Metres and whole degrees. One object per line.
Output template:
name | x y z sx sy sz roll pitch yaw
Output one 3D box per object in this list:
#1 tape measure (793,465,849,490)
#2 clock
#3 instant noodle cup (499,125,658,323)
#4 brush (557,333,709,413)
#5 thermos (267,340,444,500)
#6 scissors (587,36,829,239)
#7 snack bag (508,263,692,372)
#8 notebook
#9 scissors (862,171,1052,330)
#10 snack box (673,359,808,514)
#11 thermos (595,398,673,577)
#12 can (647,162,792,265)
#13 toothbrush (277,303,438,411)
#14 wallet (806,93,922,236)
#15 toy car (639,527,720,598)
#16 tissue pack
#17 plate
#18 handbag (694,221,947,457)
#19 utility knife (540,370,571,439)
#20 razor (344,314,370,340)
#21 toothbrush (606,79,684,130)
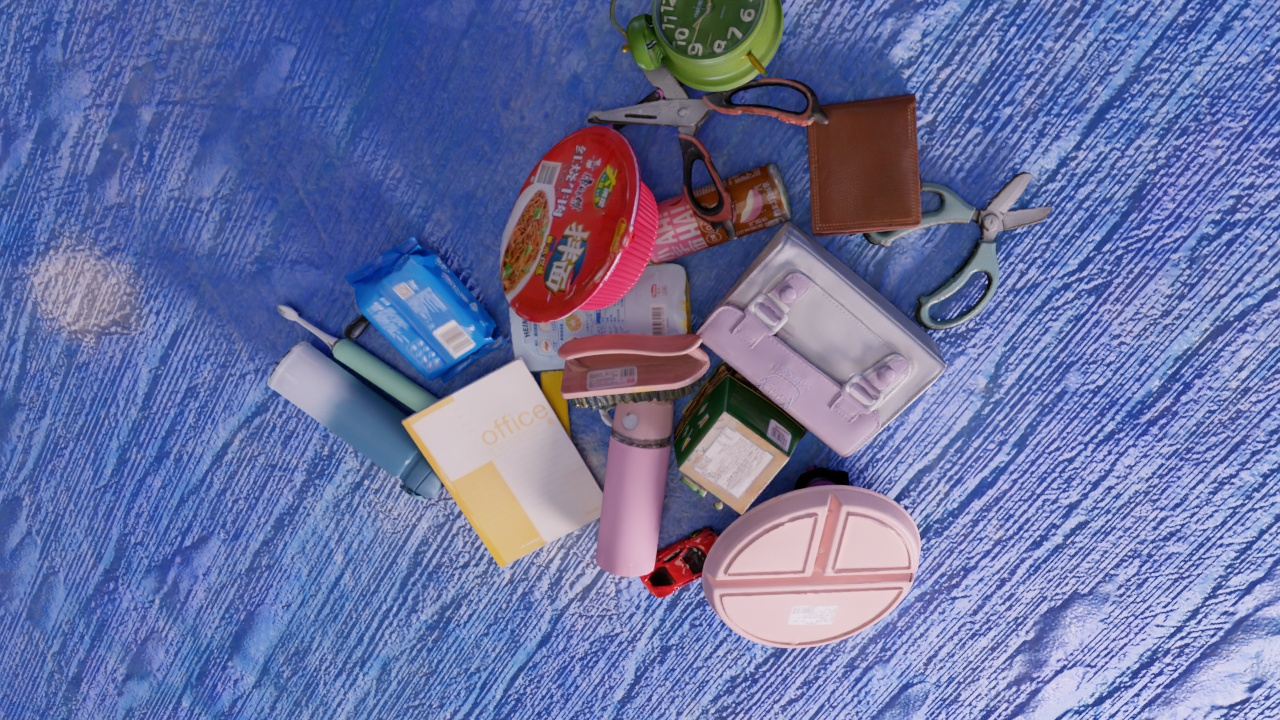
tape measure | 0.188 0.140 0.956 0.058 0.039 0.057 -4 106 6
clock | 0.049 -0.307 0.813 0.161 0.056 0.116 16 90 17
instant noodle cup | -0.051 -0.120 0.865 0.065 0.193 0.194 19 117 -42
brush | -0.005 0.005 0.897 0.146 0.063 0.073 -5 136 12
thermos | -0.302 0.068 1.007 0.220 0.070 0.070 38 110 -3
scissors | 0.059 -0.221 0.842 0.189 0.015 0.222 -31 82 14
snack bag | -0.044 -0.043 0.940 0.191 0.038 0.110 -1 114 12
notebook | -0.140 0.114 0.987 0.146 0.010 0.206 -27 110 3
scissors | 0.287 -0.121 0.866 0.178 0.019 0.173 32 112 0
snack box | 0.099 0.082 0.918 0.118 0.105 0.118 35 109 -3
thermos | -0.014 0.122 0.972 0.087 0.067 0.199 14 107 28
can | 0.068 -0.139 0.878 0.147 0.057 0.058 -17 104 15
toothbrush | -0.304 0.003 1.008 0.224 0.027 0.026 34 103 -2
wallet | 0.206 -0.179 0.848 0.101 0.032 0.124 -3 96 11
toy car | 0.048 0.224 1.013 0.106 0.031 0.049 -31 101 16
tissue pack | -0.221 -0.052 0.948 0.095 0.052 0.157 -30 119 17
plate | 0.179 0.221 0.943 0.229 0.028 0.230 -4 126 -5
handbag | 0.169 -0.016 0.884 0.197 0.098 0.145 39 115 -3
utility knife | -0.088 0.075 0.997 0.033 0.015 0.154 -5 107 -6
razor | -0.266 -0.068 0.981 0.143 0.022 0.042 -38 119 19
toothbrush | 0.015 -0.251 0.874 0.189 0.017 0.014 -31 91 19
